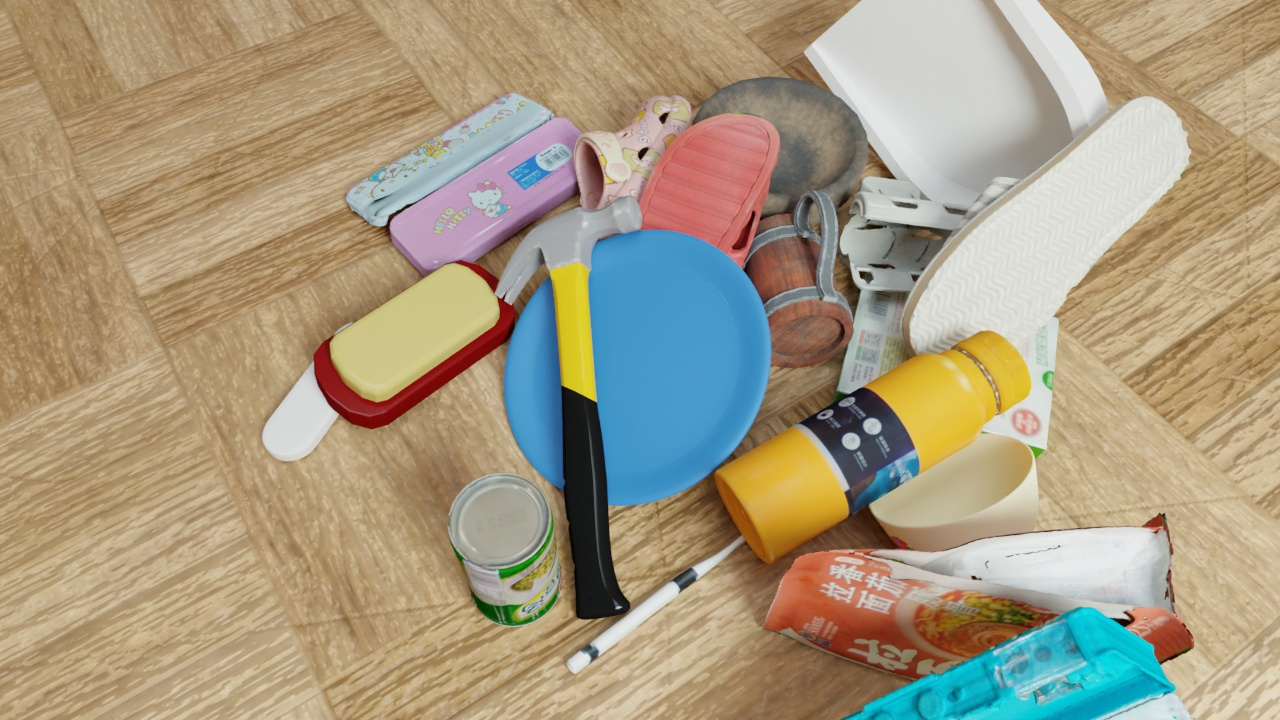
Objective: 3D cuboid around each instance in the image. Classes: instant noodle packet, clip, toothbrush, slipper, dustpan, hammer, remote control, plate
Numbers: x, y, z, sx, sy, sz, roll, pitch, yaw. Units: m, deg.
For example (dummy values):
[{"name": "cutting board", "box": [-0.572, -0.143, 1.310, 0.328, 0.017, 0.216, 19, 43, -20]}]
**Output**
[{"name": "instant noodle packet", "box": [0.197, 0.154, 0.589, 0.221, 0.165, 0.083, 5, 59, 1]}, {"name": "clip", "box": [0.239, -0.124, 0.801, 0.126, 0.106, 0.151, 6, 54, -10]}, {"name": "toothbrush", "box": [0.022, 0.165, 0.670, 0.186, 0.012, 0.017, -33, 51, -20]}, {"name": "slipper", "box": [0.039, -0.095, 0.781, 0.103, 0.059, 0.248, 28, 88, 24]}, {"name": "dustpan", "box": [0.280, -0.214, 0.794, 0.257, 0.192, 0.053, 42, 61, -11]}, {"name": "slipper", "box": [0.315, -0.097, 0.727, 0.273, 0.114, 0.054, -45, 22, 4]}, {"name": "slipper", "box": [-0.023, -0.176, 0.829, 0.081, 0.093, 0.196, 34, 64, -13]}, {"name": "hammer", "box": [-0.047, 0.032, 0.705, 0.127, 0.029, 0.323, -13, 69, 19]}, {"name": "remote control", "box": [-0.259, 0.023, 0.753, 0.043, 0.013, 0.136, 21, 60, 12]}, {"name": "plate", "box": [-0.004, 0.004, 0.725, 0.225, 0.024, 0.224, -7, 70, 21]}]

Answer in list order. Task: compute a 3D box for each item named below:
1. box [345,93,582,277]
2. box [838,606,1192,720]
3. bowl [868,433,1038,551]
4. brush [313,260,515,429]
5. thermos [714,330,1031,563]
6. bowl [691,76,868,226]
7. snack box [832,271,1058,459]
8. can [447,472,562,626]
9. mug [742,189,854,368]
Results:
[{"name": "box", "box": [-0.157, -0.174, 0.869, 0.213, 0.041, 0.151, -39, 62, -23]}, {"name": "box", "box": [0.197, 0.237, 0.523, 0.168, 0.228, 0.086, 49, 27, -5]}, {"name": "bowl", "box": [0.234, 0.115, 0.662, 0.117, 0.118, 0.074, -32, 106, -19]}, {"name": "brush", "box": [-0.183, -0.020, 0.754, 0.173, 0.042, 0.082, -38, 74, -26]}, {"name": "thermos", "box": [0.169, 0.056, 0.675, 0.232, 0.091, 0.076, -29, 102, -9]}, {"name": "bowl", "box": [0.125, -0.185, 0.858, 0.162, 0.070, 0.162, 0, 58, -1]}, {"name": "snack box", "box": [0.257, 0.000, 0.769, 0.168, 0.027, 0.131, 16, 59, 8]}, {"name": "can", "box": [-0.089, 0.131, 0.623, 0.067, 0.121, 0.067, 1, 57, -1]}, {"name": "mug", "box": [0.133, -0.072, 0.763, 0.081, 0.118, 0.111, 6, 52, -19]}]
